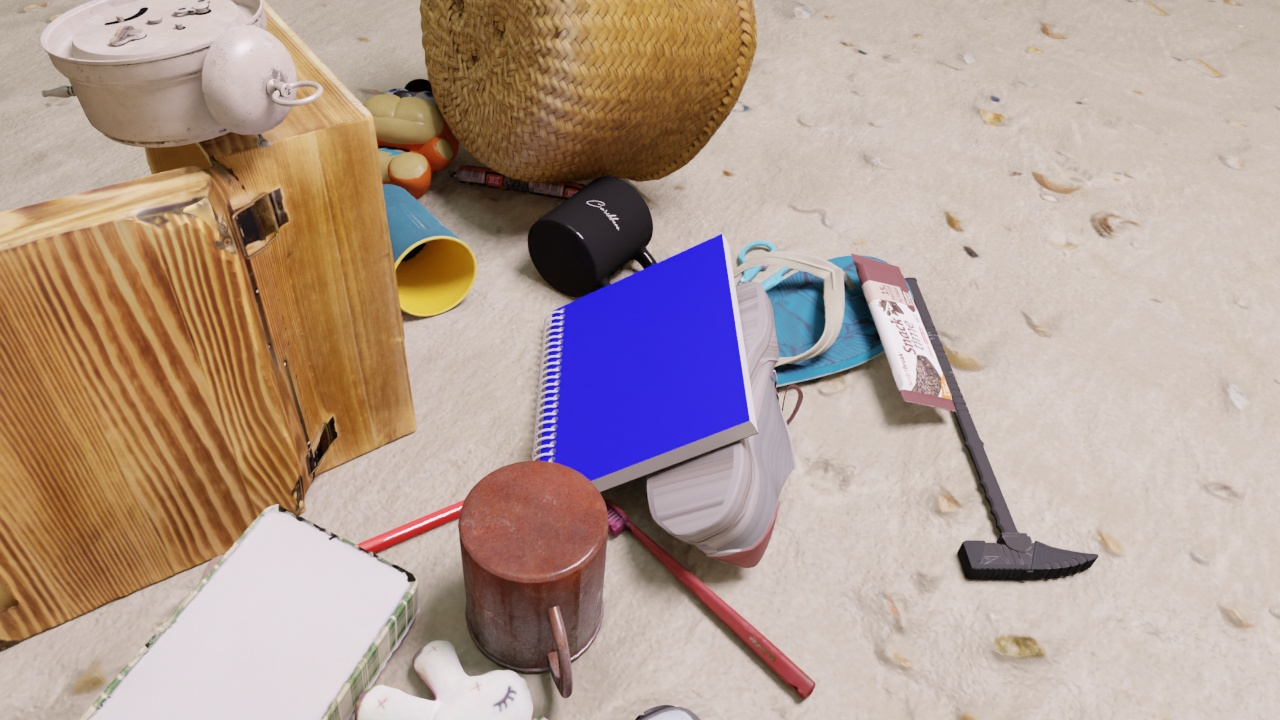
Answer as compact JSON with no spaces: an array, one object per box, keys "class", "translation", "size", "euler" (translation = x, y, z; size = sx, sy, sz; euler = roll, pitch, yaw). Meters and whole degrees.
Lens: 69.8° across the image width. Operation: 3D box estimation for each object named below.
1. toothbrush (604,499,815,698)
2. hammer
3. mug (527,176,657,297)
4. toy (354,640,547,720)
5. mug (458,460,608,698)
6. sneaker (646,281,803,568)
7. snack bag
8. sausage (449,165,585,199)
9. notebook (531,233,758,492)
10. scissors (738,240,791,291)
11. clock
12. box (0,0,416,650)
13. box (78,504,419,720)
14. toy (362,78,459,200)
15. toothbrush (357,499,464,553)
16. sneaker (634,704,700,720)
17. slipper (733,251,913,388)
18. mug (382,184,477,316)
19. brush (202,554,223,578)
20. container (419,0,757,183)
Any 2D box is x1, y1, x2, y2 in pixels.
[{"class":"toothbrush","translation":[0.037,0.155,0.610],"size":[0.016,0.016,0.190],"euler":[-36,58,-29]},{"class":"hammer","translation":[0.269,0.037,0.754],"size":[0.095,0.015,0.324],"euler":[1,44,-4]},{"class":"mug","translation":[-0.033,-0.099,0.826],"size":[0.113,0.078,0.087],"euler":[45,52,1]},{"class":"toy","translation":[-0.098,0.208,0.528],"size":[0.123,0.038,0.079],"euler":[24,40,14]},{"class":"mug","translation":[-0.060,0.138,0.555],"size":[0.096,0.110,0.123],"euler":[-16,48,-14]},{"class":"sneaker","translation":[0.070,0.047,0.674],"size":[0.099,0.089,0.235],"euler":[-14,42,30]},{"class":"snack bag","translation":[0.219,-0.027,0.770],"size":[0.057,0.013,0.157],"euler":[11,50,-24]},{"class":"sausage","translation":[-0.119,-0.180,0.931],"size":[0.155,0.020,0.020],"euler":[10,45,4]},{"class":"notebook","translation":[-0.004,0.004,0.689],"size":[0.172,0.022,0.208],"euler":[-23,39,18]},{"class":"scissors","translation":[0.107,-0.063,0.845],"size":[0.076,0.015,0.141],"euler":[27,54,16]},{"class":"clock","translation":[-0.222,-0.143,0.467],"size":[0.157,0.061,0.103],"euler":[19,46,23]},{"class":"box","translation":[-0.335,-0.030,0.577],"size":[0.335,0.280,0.286],"euler":[-26,52,-30]},{"class":"box","translation":[-0.224,0.187,0.517],"size":[0.118,0.051,0.204],"euler":[23,47,7]},{"class":"toy","translation":[-0.236,-0.219,0.915],"size":[0.112,0.096,0.175],"euler":[7,33,3]},{"class":"toothbrush","translation":[-0.166,0.124,0.623],"size":[0.212,0.012,0.018],"euler":[-21,62,-25]},{"class":"sneaker","translation":[-0.040,0.288,0.427],"size":[0.256,0.093,0.160],"euler":[-24,60,-26]},{"class":"slipper","translation":[0.122,-0.035,0.777],"size":[0.294,0.060,0.118],"euler":[-19,57,-23]},{"class":"mug","translation":[-0.205,-0.103,0.809],"size":[0.078,0.078,0.121],"euler":[-22,46,-25]},{"class":"brush","translation":[-0.280,0.174,0.559],"size":[0.050,0.015,0.135],"euler":[7,45,1]},{"class":"container","translation":[-0.070,-0.309,0.839],"size":[0.196,0.308,0.307],"euler":[-15,47,-34]}]
